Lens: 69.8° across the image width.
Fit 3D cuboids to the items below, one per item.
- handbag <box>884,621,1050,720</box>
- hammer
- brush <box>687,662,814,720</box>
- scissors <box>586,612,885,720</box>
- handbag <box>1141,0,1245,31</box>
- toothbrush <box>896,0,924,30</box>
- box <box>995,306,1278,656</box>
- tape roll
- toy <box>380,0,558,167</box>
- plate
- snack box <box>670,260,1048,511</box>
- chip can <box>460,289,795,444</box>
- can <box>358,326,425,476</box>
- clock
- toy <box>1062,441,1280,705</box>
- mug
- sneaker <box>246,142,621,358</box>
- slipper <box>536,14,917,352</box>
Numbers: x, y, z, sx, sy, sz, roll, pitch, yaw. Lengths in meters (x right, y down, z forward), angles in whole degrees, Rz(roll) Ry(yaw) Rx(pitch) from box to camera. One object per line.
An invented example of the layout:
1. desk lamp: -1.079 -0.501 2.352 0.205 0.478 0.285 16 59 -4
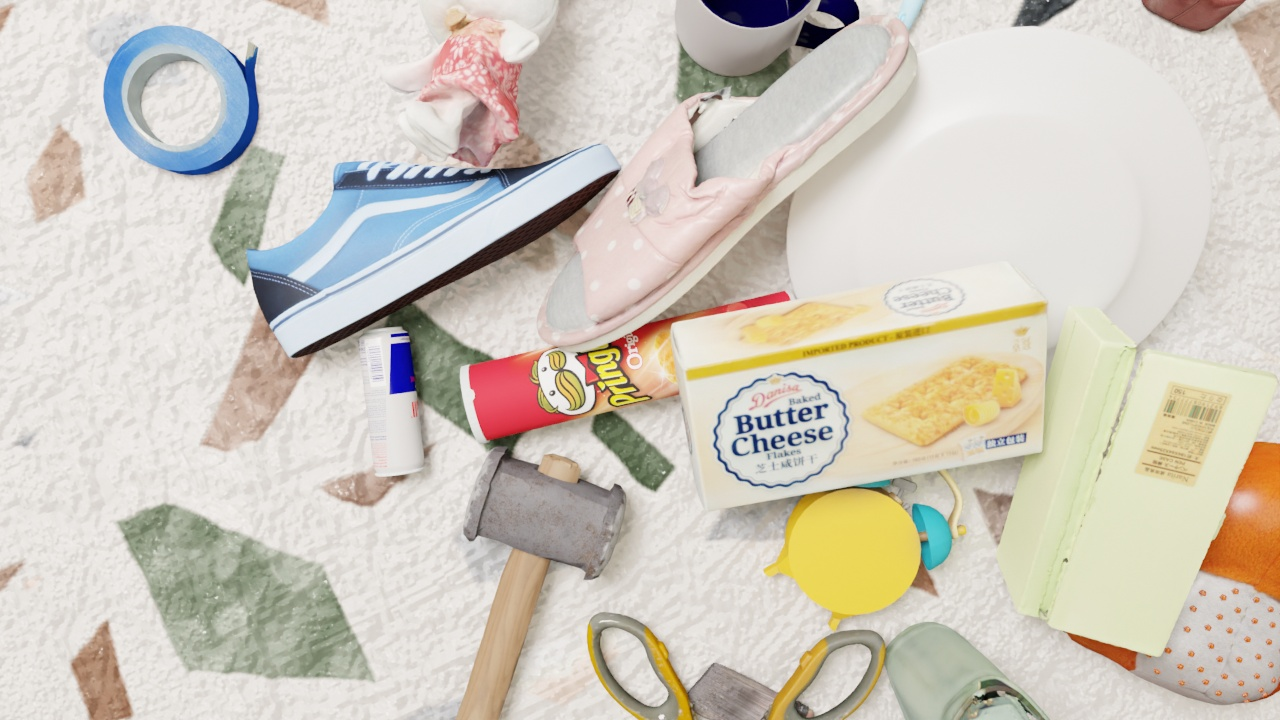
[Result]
1. handbag: 0.208 0.227 0.564 0.067 0.122 0.106 -26 92 -1
2. hammer: -0.101 0.218 0.600 0.098 0.052 0.328 19 95 -2
3. brush: 0.102 0.249 0.617 0.151 0.012 0.039 27 92 0
4. scissors: 0.064 0.239 0.602 0.230 0.016 0.225 -34 92 3
5. handbag: 0.358 -0.235 0.551 0.055 0.119 0.029 24 91 -2
6. toothbrush: 0.199 -0.286 0.598 0.022 0.016 0.155 23 91 30
7. box: 0.269 0.073 0.538 0.066 0.127 0.188 -12 121 -35
8. tape roll: -0.296 -0.167 0.593 0.093 0.016 0.091 6 92 -1
9. toy: -0.094 -0.195 0.534 0.159 0.084 0.194 0 64 30
10. plate: 0.210 -0.071 0.549 0.242 0.016 0.243 4 120 7
11. snack box: 0.128 0.016 0.544 0.208 0.057 0.104 -10 119 1
12. chip can: -0.003 0.003 0.587 0.215 0.052 0.052 -13 92 -1
13. can: -0.161 0.027 0.595 0.032 0.032 0.095 -7 92 -1
14. clock: 0.147 0.112 0.600 0.099 0.043 0.130 41 98 -2
15. toy: 0.370 0.128 0.586 0.164 0.092 0.173 19 104 1
16. mug: 0.078 -0.219 0.558 0.112 0.097 0.078 20 91 -2
17. sneaker: -0.136 -0.096 0.567 0.241 0.083 0.098 -26 93 3
18. slipper: 0.035 -0.106 0.535 0.275 0.114 0.054 -39 125 15
